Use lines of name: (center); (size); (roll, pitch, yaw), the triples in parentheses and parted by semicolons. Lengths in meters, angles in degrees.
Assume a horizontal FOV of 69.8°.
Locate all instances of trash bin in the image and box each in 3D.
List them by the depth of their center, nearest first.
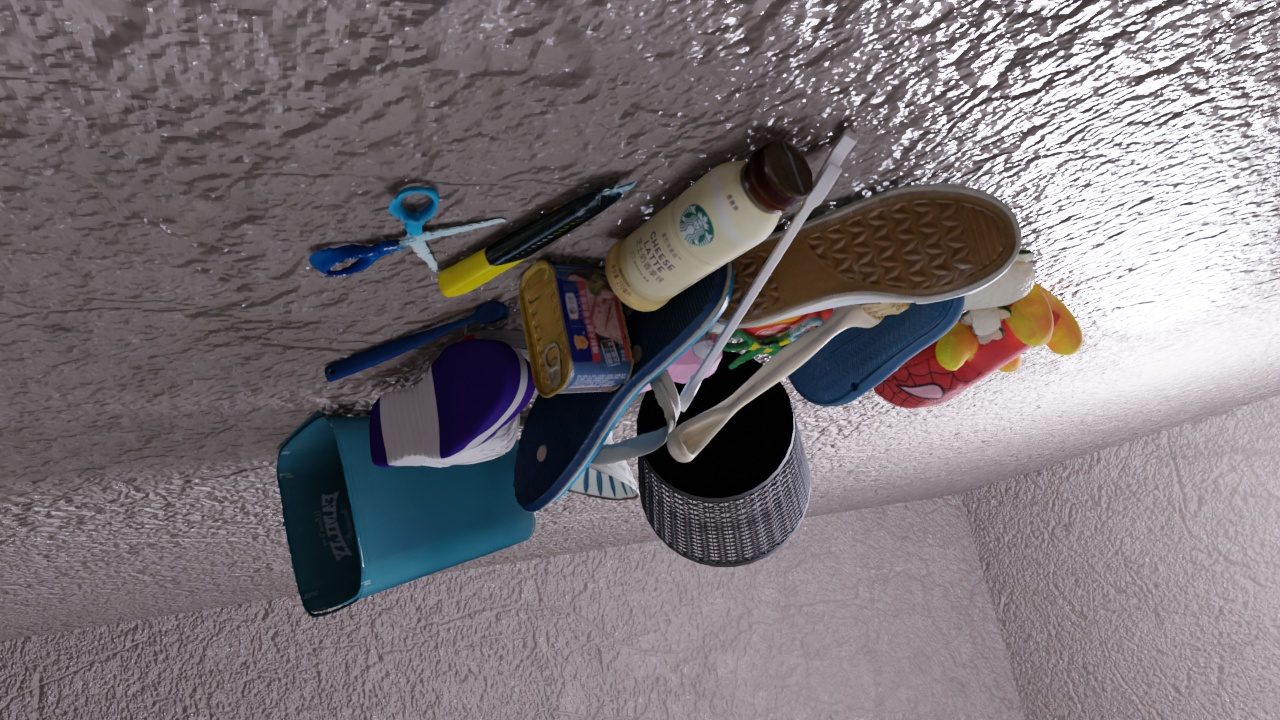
trash bin: (-0.256, 0.156, 1.019); (0.218, 0.196, 0.200); (-5, 165, -40)
trash bin: (0.091, 0.109, 1.055); (0.217, 0.216, 0.243); (-12, 157, 3)

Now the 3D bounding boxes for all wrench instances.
wrench: (0.080, -0.049, 0.649); (0.009, 0.047, 0.274); (29, 135, 0)

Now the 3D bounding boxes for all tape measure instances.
tape measure: (-0.135, -0.008, 0.820); (0.060, 0.020, 0.062); (0, 160, -33)

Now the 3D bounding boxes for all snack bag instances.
snack bag: (0.118, -0.046, 0.829); (0.115, 0.036, 0.077); (6, 156, -45)

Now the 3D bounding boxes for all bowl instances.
bowl: (-0.078, 0.112, 1.127); (0.177, 0.070, 0.177); (14, 161, 5)

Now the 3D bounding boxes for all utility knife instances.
utility knife: (-0.072, -0.082, 0.613); (0.175, 0.020, 0.028); (-22, 177, 33)

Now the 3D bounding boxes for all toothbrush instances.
toothbrush: (-0.190, -0.015, 0.770); (0.190, 0.016, 0.017); (-18, 169, 23)

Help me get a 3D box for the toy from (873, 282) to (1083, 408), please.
toy: (0.342, -0.013, 0.976); (0.217, 0.098, 0.147); (-26, 148, 38)

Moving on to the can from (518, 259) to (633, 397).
can: (-0.048, -0.023, 0.684); (0.059, 0.099, 0.054); (0, 162, -36)

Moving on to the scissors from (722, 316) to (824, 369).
scissors: (0.122, -0.016, 0.845); (0.128, 0.011, 0.125); (-18, 161, 27)

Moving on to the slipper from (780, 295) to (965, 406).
slipper: (0.215, -0.024, 0.857); (0.059, 0.103, 0.214); (-1, 157, -39)

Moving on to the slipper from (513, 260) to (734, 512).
slipper: (-0.011, 0.016, 0.739); (0.060, 0.118, 0.296); (18, 130, -34)

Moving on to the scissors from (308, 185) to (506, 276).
scissors: (-0.152, -0.079, 0.589); (0.133, 0.014, 0.127); (-16, 168, 0)

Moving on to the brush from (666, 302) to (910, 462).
brush: (0.124, -0.005, 0.744); (0.271, 0.062, 0.077); (-37, 180, -23)

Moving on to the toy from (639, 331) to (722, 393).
toy: (-0.006, 0.005, 0.870); (0.157, 0.067, 0.124); (-6, 165, -30)

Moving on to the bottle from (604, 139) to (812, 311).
bottle: (0.042, -0.087, 0.605); (0.056, 0.056, 0.163); (2, 159, -37)

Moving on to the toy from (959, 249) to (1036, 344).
toy: (0.323, -0.069, 0.853); (0.087, 0.050, 0.112); (-12, 142, 1)

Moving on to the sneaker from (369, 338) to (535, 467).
sneaker: (-0.145, 0.050, 0.818); (0.111, 0.091, 0.245); (8, 161, -38)

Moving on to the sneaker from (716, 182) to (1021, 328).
sneaker: (0.164, -0.079, 0.704); (0.236, 0.087, 0.079); (-11, -176, 18)
